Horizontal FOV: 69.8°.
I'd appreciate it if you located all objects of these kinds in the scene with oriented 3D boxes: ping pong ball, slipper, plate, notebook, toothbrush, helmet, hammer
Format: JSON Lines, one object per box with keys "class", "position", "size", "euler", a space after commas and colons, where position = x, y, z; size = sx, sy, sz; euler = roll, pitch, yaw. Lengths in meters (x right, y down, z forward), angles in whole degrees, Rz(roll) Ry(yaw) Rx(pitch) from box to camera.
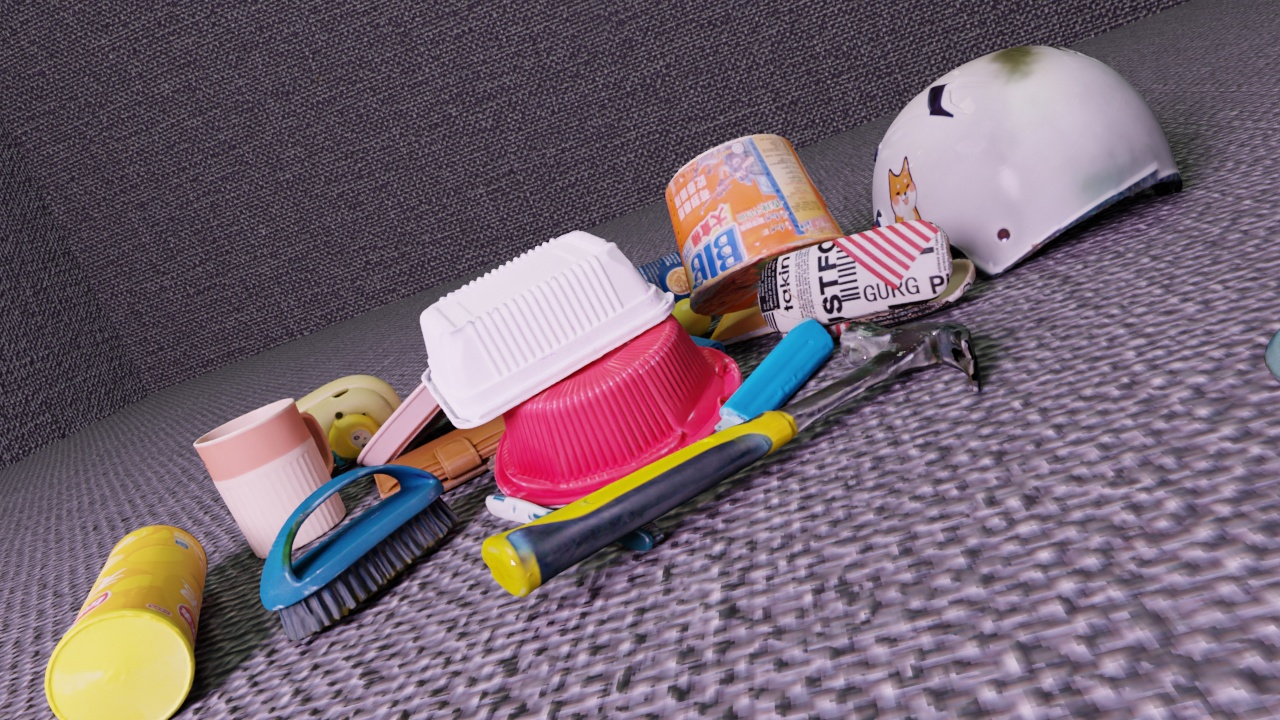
{"class": "ping pong ball", "position": [0.048, -0.040, 0.886], "size": [0.040, 0.040, 0.040], "euler": [-21, 13, 5]}
{"class": "slipper", "position": [-0.321, 0.089, 0.901], "size": [0.190, 0.092, 0.081], "euler": [-24, 37, -5]}
{"class": "plate", "position": [-0.170, 0.019, 0.850], "size": [0.229, 0.028, 0.229], "euler": [-45, 4, 4]}
{"class": "notebook", "position": [0.149, -0.064, 0.887], "size": [0.146, 0.010, 0.205], "euler": [-17, 14, 20]}
{"class": "toothbrush", "position": [-0.047, 0.094, 0.552], "size": [0.018, 0.016, 0.192], "euler": [-18, 9, -34]}
{"class": "helmet", "position": [0.302, -0.180, 0.785], "size": [0.230, 0.157, 0.274], "euler": [-23, 13, -7]}
{"class": "hammer", "position": [0.064, 0.042, 0.508], "size": [0.322, 0.032, 0.126], "euler": [-24, 13, -29]}

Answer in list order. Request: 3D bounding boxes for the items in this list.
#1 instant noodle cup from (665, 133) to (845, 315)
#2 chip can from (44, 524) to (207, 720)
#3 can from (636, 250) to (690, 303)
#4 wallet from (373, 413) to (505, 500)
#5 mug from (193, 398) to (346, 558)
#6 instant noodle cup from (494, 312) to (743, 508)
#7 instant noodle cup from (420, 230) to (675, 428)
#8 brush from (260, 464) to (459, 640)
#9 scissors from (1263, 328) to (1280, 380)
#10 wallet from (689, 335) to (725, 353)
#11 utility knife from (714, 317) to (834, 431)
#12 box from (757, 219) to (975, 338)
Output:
{"class": "instant noodle cup", "position": [0.095, -0.120, 0.808], "size": [0.151, 0.111, 0.151], "euler": [-19, -13, -5]}
{"class": "chip can", "position": [-0.319, 0.164, 0.589], "size": [0.072, 0.072, 0.214], "euler": [-26, 13, -19]}
{"class": "can", "position": [0.011, -0.063, 0.962], "size": [0.111, 0.075, 0.075], "euler": [-23, 13, -3]}
{"class": "wallet", "position": [-0.153, 0.079, 0.755], "size": [0.131, 0.031, 0.108], "euler": [-27, 12, -15]}
{"class": "mug", "position": [-0.296, 0.091, 0.762], "size": [0.082, 0.106, 0.114], "euler": [-17, 14, 17]}
{"class": "instant noodle cup", "position": [-0.029, 0.019, 0.646], "size": [0.194, 0.066, 0.193], "euler": [-21, 24, 10]}
{"class": "instant noodle cup", "position": [-0.077, -0.034, 0.647], "size": [0.173, 0.060, 0.138], "euler": [-29, 24, -14]}
{"class": "brush", "position": [-0.179, 0.108, 0.577], "size": [0.055, 0.073, 0.143], "euler": [-18, 13, 36]}
{"class": "scissors", "position": [0.291, 0.006, 0.357], "size": [0.184, 0.019, 0.130], "euler": [-31, 15, -40]}
{"class": "wallet", "position": [-0.005, 0.005, 0.790], "size": [0.106, 0.040, 0.133], "euler": [-28, 22, -26]}
{"class": "utility knife", "position": [0.093, 0.012, 0.629], "size": [0.159, 0.034, 0.018], "euler": [-39, -15, -48]}
{"class": "box", "position": [0.174, -0.053, 0.706], "size": [0.163, 0.076, 0.087], "euler": [-14, -14, 40]}
